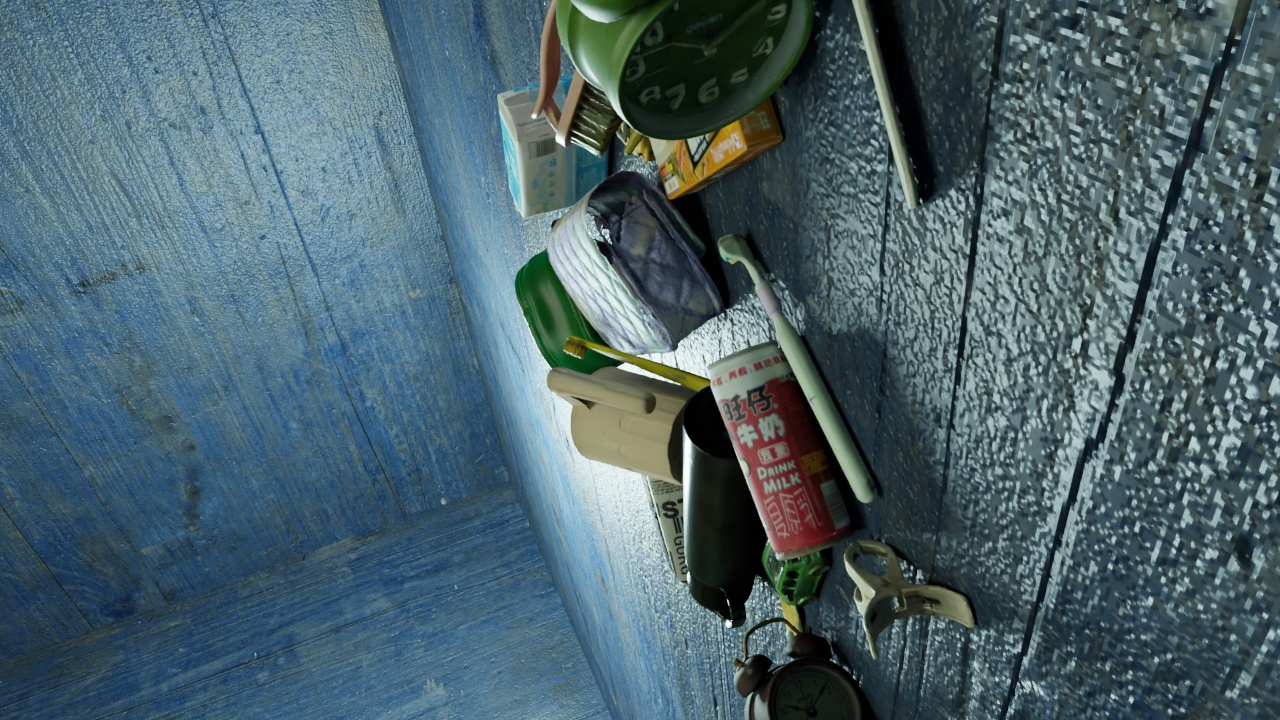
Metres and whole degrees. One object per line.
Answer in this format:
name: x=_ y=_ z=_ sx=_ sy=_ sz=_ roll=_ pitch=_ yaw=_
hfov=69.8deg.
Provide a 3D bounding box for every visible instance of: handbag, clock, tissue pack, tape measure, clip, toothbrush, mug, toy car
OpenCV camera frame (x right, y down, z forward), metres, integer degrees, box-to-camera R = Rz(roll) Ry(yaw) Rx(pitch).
handbag: x=-0.051 y=-0.051 z=0.887 sx=0.068 sy=0.120 sz=0.131 roll=-27 pitch=81 yaw=32
clock: x=0.022 y=-0.166 z=0.415 sx=0.161 sy=0.116 sz=0.056 roll=75 pitch=169 yaw=-65
clock: x=0.117 y=0.250 z=0.677 sx=0.055 sy=0.082 sz=0.122 roll=106 pitch=142 yaw=-60
tissue pack: x=-0.077 y=-0.194 z=0.825 sx=0.140 sy=0.090 sz=0.063 roll=96 pitch=152 yaw=-60
tape measure: x=-0.004 y=-0.182 z=0.688 sx=0.060 sy=0.029 sz=0.057 roll=-124 pitch=21 yaw=-46
clip: x=0.139 y=0.134 z=0.520 sx=0.097 sy=0.060 sz=0.034 roll=-122 pitch=16 yaw=-79
toothbrush: x=0.096 y=0.002 z=0.565 sx=0.020 sy=0.029 sz=0.189 roll=-39 pitch=66 yaw=32
mug: x=-0.004 y=0.046 z=0.755 sx=0.104 sy=0.084 sz=0.124 roll=12 pitch=161 yaw=38
toy car: x=0.110 y=0.149 z=0.669 sx=0.091 sy=0.036 sz=0.043 roll=84 pitch=160 yaw=-53
toothbrush: x=-0.004 y=0.004 z=0.744 sx=0.015 sy=0.016 sz=0.190 roll=31 pitch=171 yaw=-41
handbag: x=-0.010 y=-0.074 z=0.737 sx=0.134 sy=0.075 sz=0.194 roll=54 pitch=167 yaw=-10

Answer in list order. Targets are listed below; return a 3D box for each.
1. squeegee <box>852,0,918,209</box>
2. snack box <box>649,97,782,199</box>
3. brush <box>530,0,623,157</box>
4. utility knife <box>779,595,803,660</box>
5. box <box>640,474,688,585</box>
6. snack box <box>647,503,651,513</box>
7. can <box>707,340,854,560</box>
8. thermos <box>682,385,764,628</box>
squeegee: x=0.101 y=-0.176 z=0.276 sx=0.247 sy=0.039 sz=0.246 roll=-175 pitch=67 yaw=-75
snack box: x=0.038 y=-0.152 z=0.571 sx=0.154 sy=0.026 sz=0.075 roll=178 pitch=74 yaw=-76
brush: x=-0.033 y=-0.199 z=0.617 sx=0.073 sy=0.063 sz=0.146 roll=29 pitch=147 yaw=-3
utility knife: x=0.135 y=0.250 z=0.755 sx=0.031 sy=0.019 sz=0.178 roll=-134 pitch=23 yaw=-72
box: x=0.036 y=0.130 z=0.862 sx=0.077 sy=0.074 sz=0.163 roll=-133 pitch=25 yaw=-72
snack box: x=0.027 y=0.127 z=0.976 sx=0.084 sy=0.027 sz=0.157 roll=-127 pitch=22 yaw=-52
can: x=0.089 y=0.057 z=0.590 sx=0.053 sy=0.053 sz=0.132 roll=134 pitch=116 yaw=-75
thermos: x=0.071 y=0.127 z=0.720 sx=0.243 sy=0.068 sz=0.090 roll=86 pitch=167 yaw=-48
